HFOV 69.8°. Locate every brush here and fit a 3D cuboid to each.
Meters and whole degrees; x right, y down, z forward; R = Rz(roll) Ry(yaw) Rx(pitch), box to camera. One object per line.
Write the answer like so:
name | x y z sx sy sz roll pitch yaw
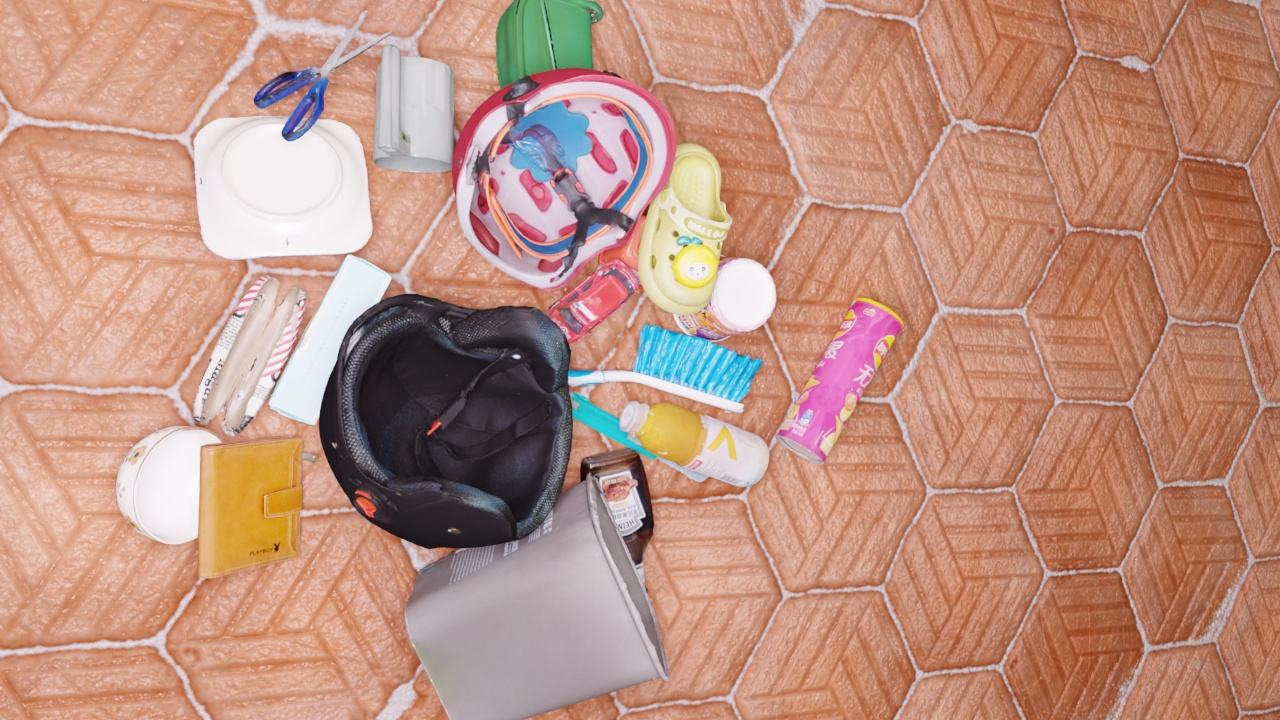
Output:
brush | -0.006 0.006 1.079 0.314 0.060 0.109 17 89 -18

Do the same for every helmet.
helmet | -0.090 -0.213 0.968 0.240 0.143 0.207 -37 131 7
helmet | -0.197 0.066 0.905 0.274 0.231 0.232 37 49 -26

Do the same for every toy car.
toy car | -0.057 -0.064 1.031 0.121 0.045 0.053 -37 105 26

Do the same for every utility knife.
utility knife | -0.006 0.093 1.100 0.221 0.013 0.029 30 82 -20

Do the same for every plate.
plate | -0.355 -0.181 0.914 0.164 0.034 0.163 -6 70 -21

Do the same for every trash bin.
trash bin | -0.109 0.259 0.961 0.220 0.199 0.198 -22 100 0

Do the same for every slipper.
slipper | 0.053 -0.146 0.992 0.091 0.082 0.190 7 86 -19

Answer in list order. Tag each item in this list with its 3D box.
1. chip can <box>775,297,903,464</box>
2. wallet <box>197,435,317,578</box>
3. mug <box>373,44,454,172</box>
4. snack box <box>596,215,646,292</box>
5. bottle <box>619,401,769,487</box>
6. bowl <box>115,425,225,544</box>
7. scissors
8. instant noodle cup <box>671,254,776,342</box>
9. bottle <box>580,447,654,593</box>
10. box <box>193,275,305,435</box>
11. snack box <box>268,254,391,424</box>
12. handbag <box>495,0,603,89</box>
chip can | 0.253 0.026 1.165 0.071 0.071 0.210 35 80 -18
wallet | -0.389 0.144 0.930 0.118 0.035 0.131 -3 99 -49
mug | -0.238 -0.256 0.943 0.084 0.124 0.103 1 89 5
snack box | 0.007 -0.123 1.061 0.091 0.080 0.082 24 84 -20
bottle | 0.064 0.096 1.093 0.189 0.068 0.068 22 84 -24
bowl | -0.461 0.117 0.891 0.062 0.113 0.113 5 90 24
scissors | -0.319 -0.281 0.909 0.012 0.163 0.175 49 44 -49
instant noodle cup | 0.101 -0.076 1.090 0.111 0.099 0.111 -1 93 -19
bottle | -0.021 0.205 1.083 0.079 0.044 0.195 -11 97 -16
box | -0.402 -0.010 0.919 0.081 0.075 0.163 25 85 -31
snack box | -0.320 -0.022 0.943 0.051 0.074 0.174 29 82 -20
handbag | -0.097 -0.341 1.026 0.120 0.068 0.131 -2 92 -28
